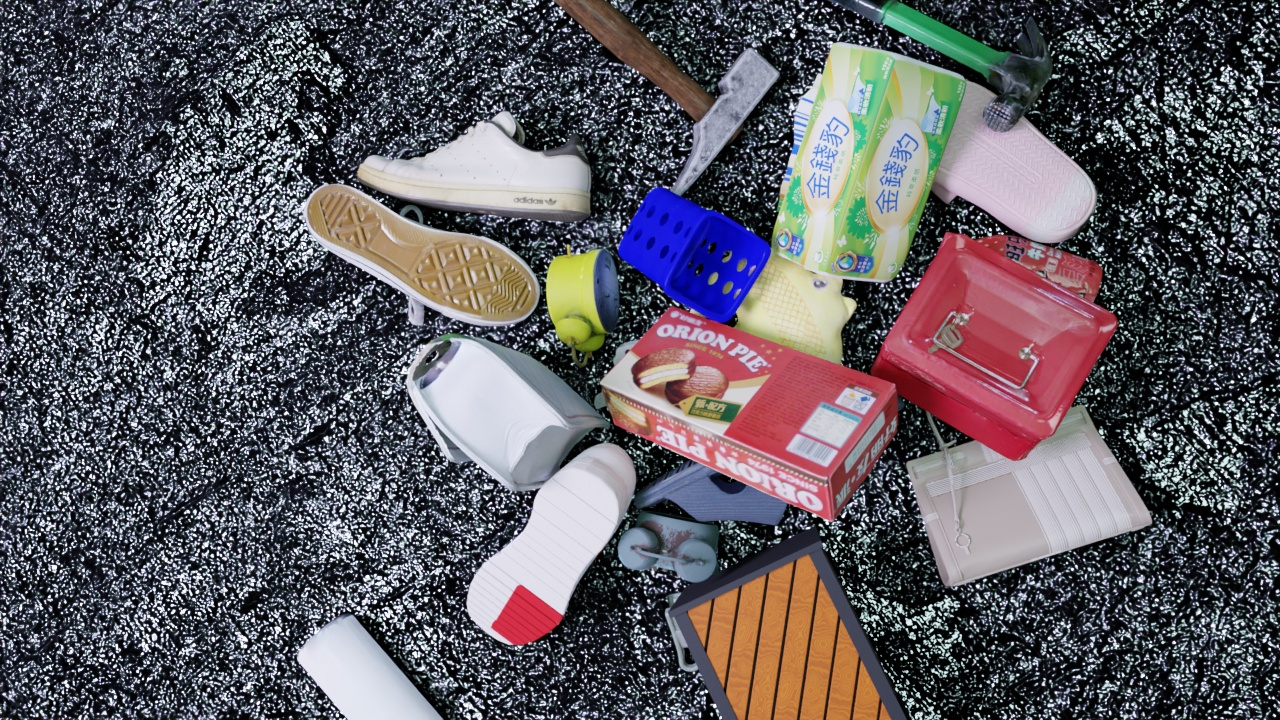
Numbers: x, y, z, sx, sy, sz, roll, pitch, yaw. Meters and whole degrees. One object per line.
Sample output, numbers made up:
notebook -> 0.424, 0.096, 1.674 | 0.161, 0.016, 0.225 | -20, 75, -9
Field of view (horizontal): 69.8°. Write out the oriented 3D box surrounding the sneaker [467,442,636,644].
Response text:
sneaker -> -0.077, 0.171, 0.880 | 0.090, 0.104, 0.237 | 35, 118, 6

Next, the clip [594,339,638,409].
clip -> -0.005, 0.008, 0.917 | 0.102, 0.043, 0.054 | -18, 94, 7

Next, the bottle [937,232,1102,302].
bottle -> 0.343, -0.082, 0.842 | 0.137, 0.062, 0.062 | 20, 88, 11

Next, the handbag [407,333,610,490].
handbag -> -0.121, 0.045, 0.840 | 0.142, 0.198, 0.096 | 40, 94, 11

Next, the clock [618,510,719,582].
clock -> 0.029, 0.170, 0.840 | 0.090, 0.124, 0.053 | 9, 84, 9

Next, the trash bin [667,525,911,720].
trash bin -> 0.132, 0.260, 0.808 | 0.140, 0.139, 0.171 | -27, 81, 6

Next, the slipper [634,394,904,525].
slipper -> 0.126, 0.104, 0.851 | 0.263, 0.101, 0.082 | -21, 89, 1

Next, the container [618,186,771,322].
container -> 0.046, -0.102, 0.854 | 0.084, 0.113, 0.085 | 26, 99, -32

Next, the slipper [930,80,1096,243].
slipper -> 0.319, -0.189, 0.857 | 0.221, 0.056, 0.106 | 41, 84, 21

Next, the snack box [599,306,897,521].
snack box -> 0.090, 0.038, 0.796 | 0.237, 0.060, 0.113 | 22, 55, 34

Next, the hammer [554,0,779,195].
hammer -> -0.044, -0.284, 0.884 | 0.300, 0.037, 0.217 | 38, 91, -11

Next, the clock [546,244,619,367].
clock -> -0.054, -0.053, 0.895 | 0.057, 0.083, 0.119 | -2, 81, 14

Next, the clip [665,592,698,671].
clip -> 0.042, 0.264, 0.880 | 0.023, 0.061, 0.076 | -14, 97, 9

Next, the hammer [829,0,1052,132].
hammer -> 0.241, -0.334, 0.879 | 0.319, 0.032, 0.130 | 34, 63, 16

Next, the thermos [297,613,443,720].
thermos -> -0.238, 0.354, 0.899 | 0.230, 0.068, 0.068 | 44, 93, 11

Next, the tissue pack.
tissue pack -> 0.183, -0.184, 0.839 | 0.141, 0.120, 0.198 | 37, 112, 48

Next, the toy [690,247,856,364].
toy -> 0.127, -0.034, 0.876 | 0.155, 0.064, 0.170 | -29, 76, 20

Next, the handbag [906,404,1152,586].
handbag -> 0.331, 0.085, 0.843 | 0.176, 0.062, 0.197 | -20, 74, 7

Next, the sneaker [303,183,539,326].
sneaker -> -0.220, -0.099, 0.927 | 0.241, 0.088, 0.118 | 25, 77, -11

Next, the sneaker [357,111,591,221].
sneaker -> -0.165, -0.201, 0.921 | 0.241, 0.089, 0.102 | 8, 94, 6

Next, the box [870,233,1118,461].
box -> 0.297, -0.004, 0.803 | 0.157, 0.127, 0.137 | 33, 81, 12
